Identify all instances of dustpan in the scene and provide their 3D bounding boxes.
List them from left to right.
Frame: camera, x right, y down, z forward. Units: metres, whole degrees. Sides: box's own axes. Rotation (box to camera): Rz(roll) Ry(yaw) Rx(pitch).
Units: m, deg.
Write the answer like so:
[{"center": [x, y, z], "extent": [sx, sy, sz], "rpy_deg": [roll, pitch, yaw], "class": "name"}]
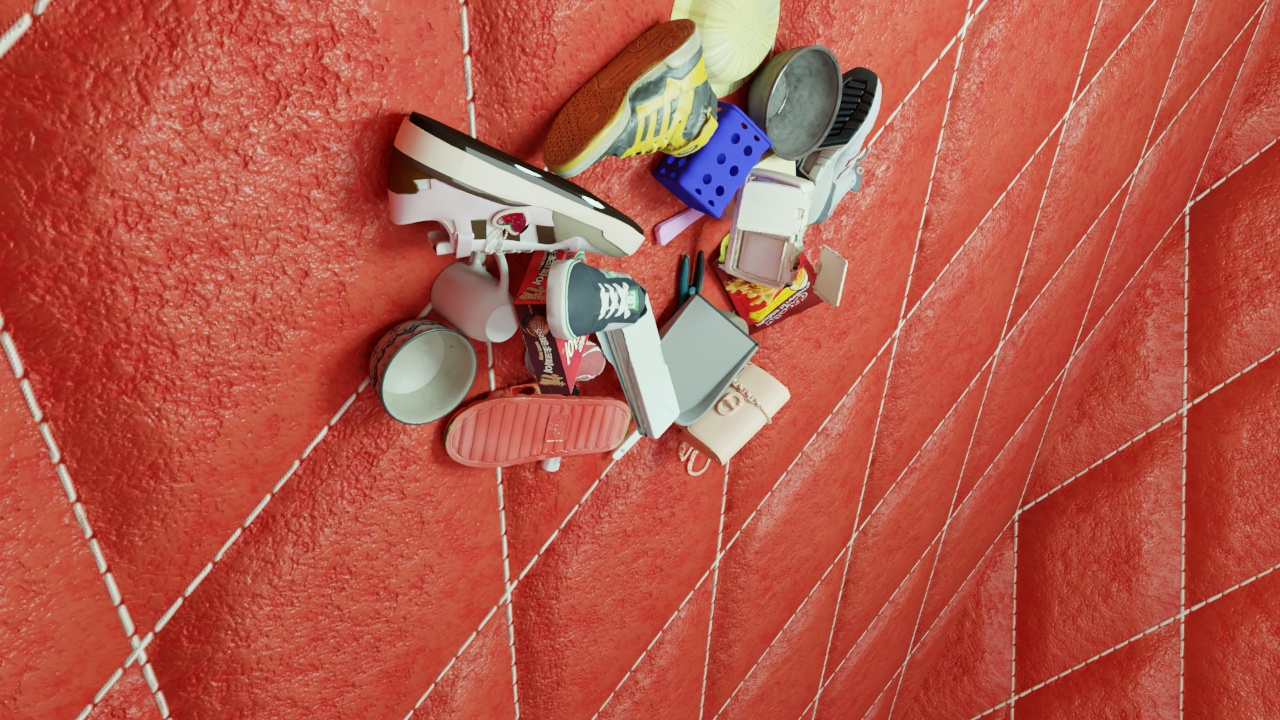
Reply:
[{"center": [0.044, 0.041, 1.313], "extent": [0.258, 0.033, 0.163], "rpy_deg": [-46, 133, 9], "class": "dustpan"}]

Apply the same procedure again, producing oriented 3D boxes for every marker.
[{"center": [-0.106, 0.089, 1.222], "extent": [0.025, 0.025, 0.126], "rpy_deg": [-4, 119, -44], "class": "marker"}]

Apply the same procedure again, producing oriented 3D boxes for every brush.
[{"center": [0.116, -0.213, 1.221], "extent": [0.228, 0.043, 0.089], "rpy_deg": [-36, 137, -23], "class": "brush"}]

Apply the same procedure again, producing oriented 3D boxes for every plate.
[{"center": [0.115, -0.400, 1.092], "extent": [0.184, 0.036, 0.185], "rpy_deg": [-26, 133, -32], "class": "plate"}]

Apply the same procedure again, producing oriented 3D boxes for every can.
[{"center": [-0.093, -0.002, 1.148], "extent": [0.096, 0.054, 0.054], "rpy_deg": [2, 115, -47], "class": "can"}]

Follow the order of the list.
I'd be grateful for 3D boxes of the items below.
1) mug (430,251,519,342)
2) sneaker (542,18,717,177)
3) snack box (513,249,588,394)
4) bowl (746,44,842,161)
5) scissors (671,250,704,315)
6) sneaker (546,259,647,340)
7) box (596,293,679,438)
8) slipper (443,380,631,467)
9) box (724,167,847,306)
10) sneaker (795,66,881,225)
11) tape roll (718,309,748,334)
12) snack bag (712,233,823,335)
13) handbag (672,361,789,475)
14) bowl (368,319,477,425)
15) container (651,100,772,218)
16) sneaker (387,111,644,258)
[{"center": [-0.168, -0.074, 0.991], "extent": [0.071, 0.089, 0.107], "rpy_deg": [1, 115, -46], "class": "mug"}, {"center": [-0.004, -0.261, 1.026], "extent": [0.238, 0.086, 0.122], "rpy_deg": [-48, 137, -15], "class": "sneaker"}, {"center": [-0.093, -0.062, 1.048], "extent": [0.151, 0.036, 0.133], "rpy_deg": [-77, 162, -45], "class": "snack box"}, {"center": [0.189, -0.338, 1.185], "extent": [0.144, 0.067, 0.145], "rpy_deg": [-24, 130, -33], "class": "bowl"}, {"center": [0.062, -0.086, 1.277], "extent": [0.130, 0.019, 0.135], "rpy_deg": [-49, 134, 5], "class": "scissors"}, {"center": [-0.042, -0.067, 1.006], "extent": [0.235, 0.079, 0.084], "rpy_deg": [-19, 109, -77], "class": "sneaker"}, {"center": [-0.001, 0.007, 1.194], "extent": [0.073, 0.085, 0.199], "rpy_deg": [-12, 121, 9], "class": "box"}, {"center": [-0.131, 0.076, 1.161], "extent": [0.248, 0.059, 0.104], "rpy_deg": [-3, 116, -29], "class": "slipper"}, {"center": [0.185, -0.152, 1.143], "extent": [0.080, 0.182, 0.144], "rpy_deg": [-21, 125, -50], "class": "box"}, {"center": [0.278, -0.291, 1.310], "extent": [0.124, 0.089, 0.240], "rpy_deg": [7, 120, -52], "class": "sneaker"}, {"center": [0.117, -0.028, 1.364], "extent": [0.093, 0.030, 0.094], "rpy_deg": [-26, 133, -32], "class": "tape roll"}, {"center": [0.189, -0.120, 1.343], "extent": [0.139, 0.066, 0.208], "rpy_deg": [-33, 143, 6], "class": "snack bag"}, {"center": [0.163, 0.104, 1.436], "extent": [0.198, 0.116, 0.187], "rpy_deg": [-43, 140, -15], "class": "handbag"}, {"center": [-0.242, 0.006, 0.996], "extent": [0.115, 0.059, 0.116], "rpy_deg": [-26, 133, -32], "class": "bowl"}, {"center": [0.086, -0.247, 1.125], "extent": [0.084, 0.085, 0.113], "rpy_deg": [34, 92, -35], "class": "container"}, {"center": [-0.126, -0.141, 0.946], "extent": [0.293, 0.112, 0.116], "rpy_deg": [17, 106, -40], "class": "sneaker"}]
